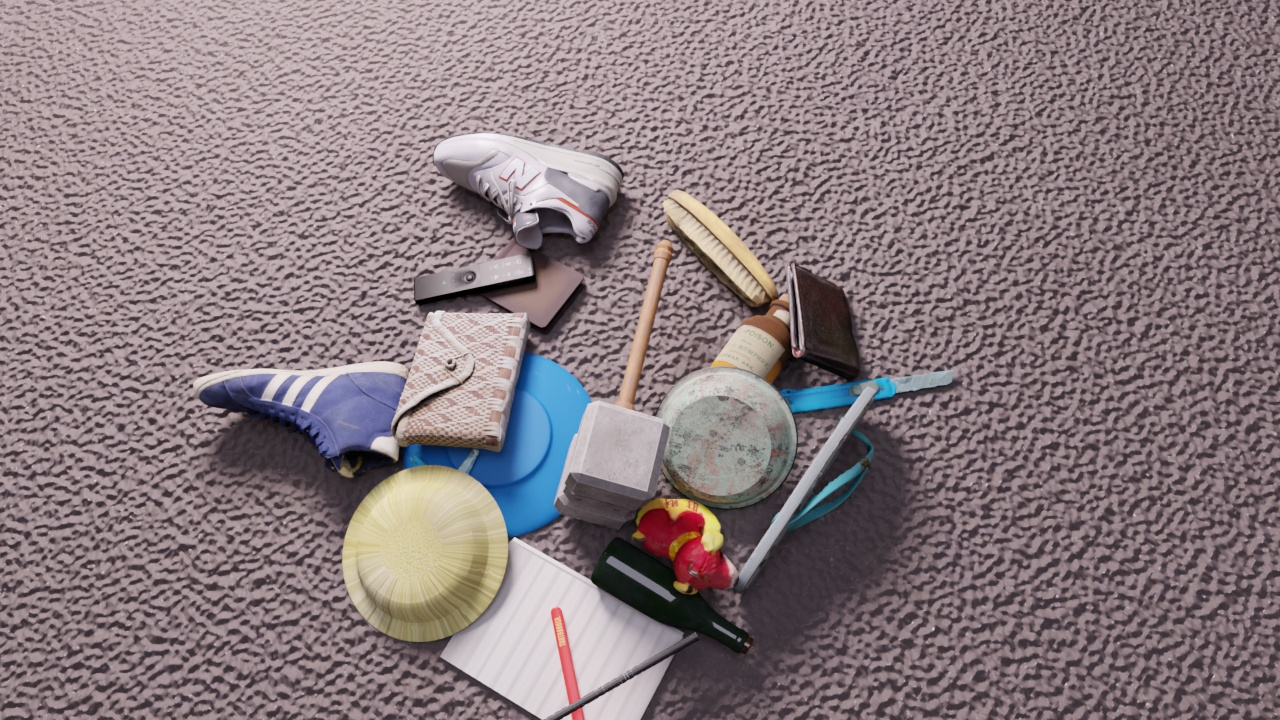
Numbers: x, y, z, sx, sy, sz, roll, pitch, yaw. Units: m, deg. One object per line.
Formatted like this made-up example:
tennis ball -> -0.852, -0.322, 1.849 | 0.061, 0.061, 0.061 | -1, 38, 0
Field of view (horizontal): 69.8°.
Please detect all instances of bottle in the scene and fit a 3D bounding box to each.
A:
bottle -> 0.035, 0.247, 0.939 | 0.174, 0.055, 0.055 | 29, 70, 13
bottle -> 0.133, -0.010, 1.041 | 0.068, 0.068, 0.156 | 32, 71, 15

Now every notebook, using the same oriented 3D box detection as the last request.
notebook -> -0.080, 0.294, 0.947 | 0.210, 0.009, 0.142 | 26, 70, 13

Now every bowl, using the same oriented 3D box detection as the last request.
bowl -> 0.086, 0.086, 0.973 | 0.157, 0.038, 0.157 | 2, 98, 12

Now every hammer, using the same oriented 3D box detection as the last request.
hammer -> -0.087, 0.346, 0.878 | 0.324, 0.095, 0.015 | -27, 67, -10
hammer -> -0.006, 0.006, 0.982 | 0.083, 0.163, 0.317 | 16, 67, -5

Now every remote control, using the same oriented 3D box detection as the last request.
remote control -> -0.202, -0.099, 1.115 | 0.150, 0.013, 0.034 | -12, 60, 4

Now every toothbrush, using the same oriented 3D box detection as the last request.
toothbrush -> -0.063, 0.348, 0.907 | 0.012, 0.018, 0.212 | -14, 67, -3

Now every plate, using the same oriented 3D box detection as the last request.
plate -> -0.159, 0.087, 1.034 | 0.224, 0.024, 0.224 | -1, 66, 2
plate -> -0.233, 0.199, 0.962 | 0.184, 0.036, 0.184 | -2, 75, 9

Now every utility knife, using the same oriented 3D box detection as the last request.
utility knife -> 0.251, 0.033, 1.047 | 0.221, 0.015, 0.031 | -9, 70, -3

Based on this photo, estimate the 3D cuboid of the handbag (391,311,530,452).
handbag -> -0.199, 0.016, 1.031 | 0.124, 0.047, 0.185 | 3, 52, 6

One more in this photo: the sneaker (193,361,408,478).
sneaker -> -0.374, 0.076, 1.019 | 0.233, 0.092, 0.118 | -4, 68, -8

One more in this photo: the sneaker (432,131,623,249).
sneaker -> -0.145, -0.202, 1.127 | 0.240, 0.089, 0.124 | 6, 63, 2

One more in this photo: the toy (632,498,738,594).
toy -> 0.041, 0.182, 0.937 | 0.105, 0.067, 0.137 | 2, 23, -20

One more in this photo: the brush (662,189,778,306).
brush -> 0.092, -0.136, 1.105 | 0.043, 0.059, 0.195 | -39, 68, -5

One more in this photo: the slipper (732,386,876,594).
slipper -> 0.188, 0.138, 0.957 | 0.055, 0.098, 0.268 | 34, 73, 17

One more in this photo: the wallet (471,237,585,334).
wallet -> -0.138, -0.091, 1.120 | 0.115, 0.018, 0.091 | 30, 71, 18

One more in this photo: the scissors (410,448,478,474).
scissors -> -0.209, 0.157, 0.997 | 0.140, 0.011, 0.134 | 33, 85, 14

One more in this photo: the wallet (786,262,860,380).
wallet -> 0.205, -0.043, 1.045 | 0.099, 0.031, 0.119 | 20, 57, -38
